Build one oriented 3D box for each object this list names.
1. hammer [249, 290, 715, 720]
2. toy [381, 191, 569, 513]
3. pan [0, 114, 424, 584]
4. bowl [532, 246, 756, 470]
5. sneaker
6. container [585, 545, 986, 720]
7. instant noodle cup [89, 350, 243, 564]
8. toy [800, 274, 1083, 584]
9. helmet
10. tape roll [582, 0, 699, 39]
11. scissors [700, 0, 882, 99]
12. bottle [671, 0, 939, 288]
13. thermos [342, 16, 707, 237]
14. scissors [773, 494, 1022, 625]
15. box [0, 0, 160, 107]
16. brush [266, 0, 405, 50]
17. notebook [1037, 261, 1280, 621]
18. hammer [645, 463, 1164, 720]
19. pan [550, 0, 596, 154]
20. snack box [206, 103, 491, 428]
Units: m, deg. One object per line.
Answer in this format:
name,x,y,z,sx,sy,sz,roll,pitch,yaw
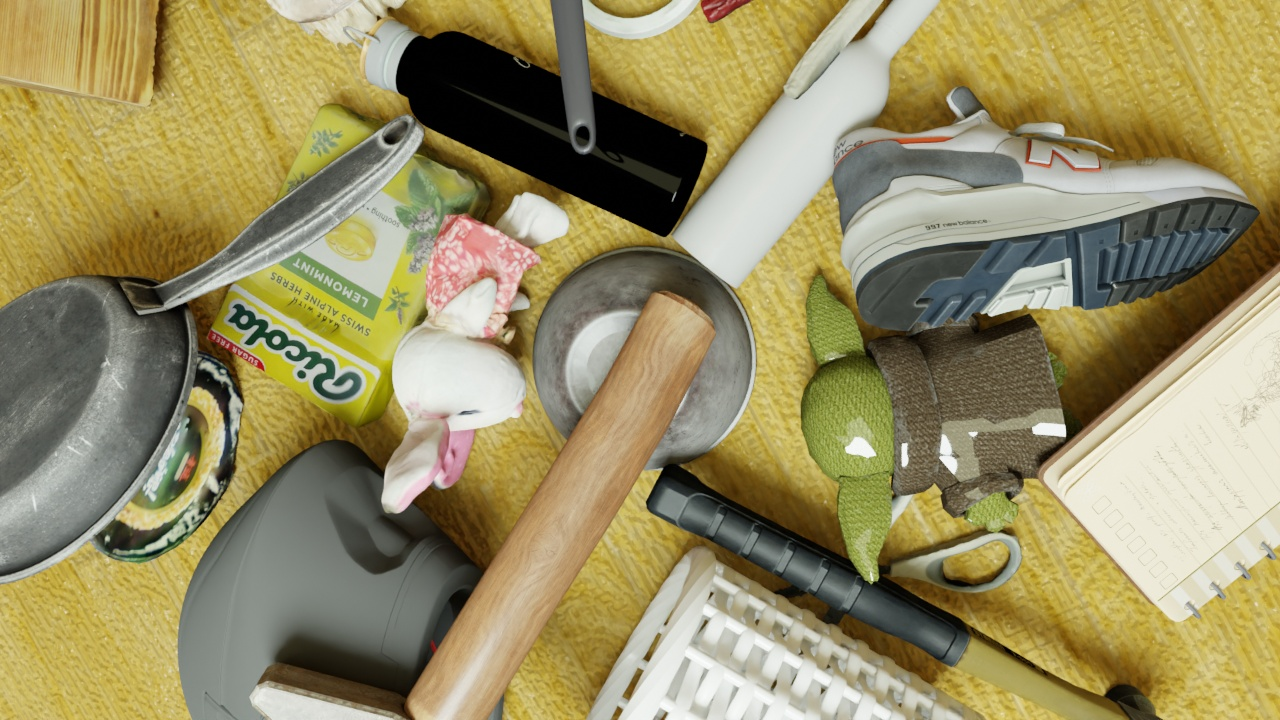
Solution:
hammer,-0.054,0.092,0.480,0.158,0.037,0.300,34,81,-10
toy,-0.101,-0.008,0.544,0.084,0.159,0.194,20,86,-1
pan,-0.267,-0.029,0.516,0.356,0.055,0.187,-45,54,-5
bowl,-0.003,0.003,0.559,0.145,0.067,0.145,1,97,9
sneaker,0.207,-0.096,0.501,0.239,0.089,0.124,-9,57,-17
container,0.067,0.232,0.516,0.187,0.189,0.189,30,100,3
instant noodle cup,-0.349,0.048,0.597,0.112,0.137,0.137,14,99,16
toy,0.169,0.030,0.525,0.153,0.078,0.179,-8,69,7
helmet,-0.188,0.177,0.561,0.170,0.164,0.265,4,105,14
tape roll,-0.003,-0.244,0.554,0.094,0.018,0.094,1,97,9
scissors,0.122,-0.223,0.519,0.195,0.015,0.179,0,65,27
bottle,0.099,-0.134,0.534,0.052,0.052,0.195,40,101,3
thermos,-0.076,-0.150,0.555,0.231,0.061,0.061,26,100,5
scissors,0.157,0.120,0.575,0.169,0.012,0.157,6,96,8
box,-0.459,-0.311,0.506,0.264,0.269,0.279,15,99,22
brush,-0.112,-0.287,0.546,0.271,0.056,0.083,-31,87,10
notebook,0.341,0.033,0.490,0.226,0.024,0.167,-44,118,10
hammer,0.156,0.148,0.524,0.333,0.117,0.025,27,98,4
pan,-0.051,-0.284,0.490,0.199,0.021,0.356,-8,86,11
snack box,-0.187,-0.062,0.592,0.121,0.045,0.181,31,101,4
